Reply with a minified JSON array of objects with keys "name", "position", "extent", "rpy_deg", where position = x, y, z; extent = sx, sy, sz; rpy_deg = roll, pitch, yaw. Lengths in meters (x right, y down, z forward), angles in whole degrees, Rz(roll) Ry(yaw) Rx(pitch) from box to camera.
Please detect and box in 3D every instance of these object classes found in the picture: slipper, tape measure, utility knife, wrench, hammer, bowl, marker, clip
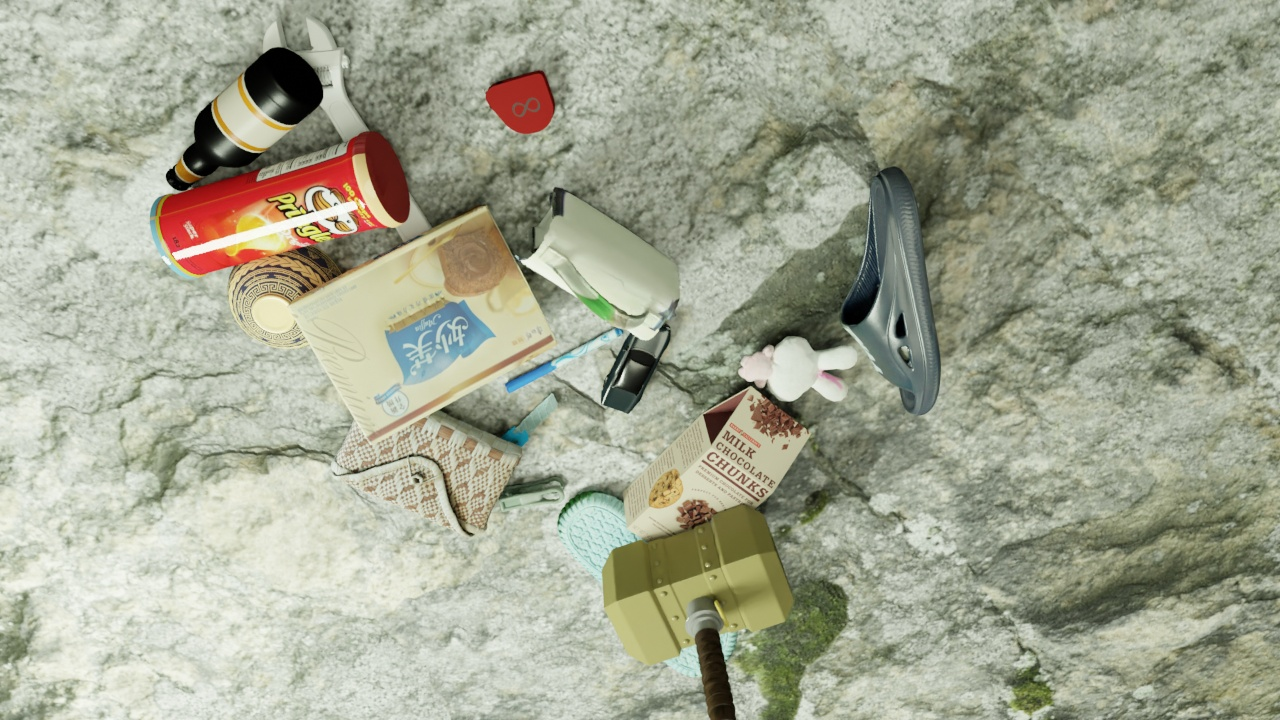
[{"name":"slipper","position":[0.012,0.258,1.095],"extent":[0.116,0.069,0.276],"rpy_deg":[-41,98,15]},{"name":"tape measure","position":[-0.110,-0.237,0.853],"extent":[0.059,0.019,0.051],"rpy_deg":[-13,120,10]},{"name":"utility knife","position":[-0.163,0.107,1.031],"extent":[0.031,0.015,0.207],"rpy_deg":[38,108,-26]},{"name":"wrench","position":[-0.257,-0.194,0.866],"extent":[0.066,0.018,0.273],"rpy_deg":[-24,118,8]},{"name":"hammer","position":[0.070,0.300,0.892],"extent":[0.190,0.324,0.101],"rpy_deg":[-20,118,6]},{"name":"bowl","position":[-0.353,-0.057,0.903],"extent":[0.112,0.061,0.112],"rpy_deg":[-2,117,-3]},{"name":"marker","position":[-0.082,-0.001,0.981],"extent":[0.142,0.013,0.013],"rpy_deg":[-27,116,10]},{"name":"clip","position":[-0.124,0.153,1.049],"extent":[0.076,0.043,0.023],"rpy_deg":[-10,119,0]},{"name":"slipper","position":[0.245,-0.057,0.925],"extent":[0.083,0.110,0.268],"rpy_deg":[-12,114,5]}]

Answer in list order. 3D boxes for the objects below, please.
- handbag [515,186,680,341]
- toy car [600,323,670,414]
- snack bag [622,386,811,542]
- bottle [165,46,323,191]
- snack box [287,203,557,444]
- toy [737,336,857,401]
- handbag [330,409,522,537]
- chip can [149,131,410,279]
[{"name":"handbag","position":[-0.039,-0.072,0.855],"extent":[0.151,0.175,0.074],"rpy_deg":[31,112,-19]},{"name":"toy car","position":[-0.006,0.006,0.978],"extent":[0.046,0.034,0.112],"rpy_deg":[20,114,-14]},{"name":"snack bag","position":[0.085,0.125,1.026],"extent":[0.094,0.069,0.207],"rpy_deg":[37,109,-21]},{"name":"bottle","position":[-0.364,-0.205,0.822],"extent":[0.182,0.059,0.059],"rpy_deg":[-27,117,27]},{"name":"snack box","position":[-0.205,-0.037,0.883],"extent":[0.207,0.055,0.153],"rpy_deg":[-29,105,-9]},{"name":"toy","position":[0.167,0.009,0.991],"extent":[0.125,0.037,0.076],"rpy_deg":[3,121,-3]},{"name":"handbag","position":[-0.234,0.113,1.001],"extent":[0.186,0.047,0.124],"rpy_deg":[26,110,-9]},{"name":"chip can","position":[-0.327,-0.139,0.838],"extent":[0.213,0.086,0.087],"rpy_deg":[-13,118,10]}]
